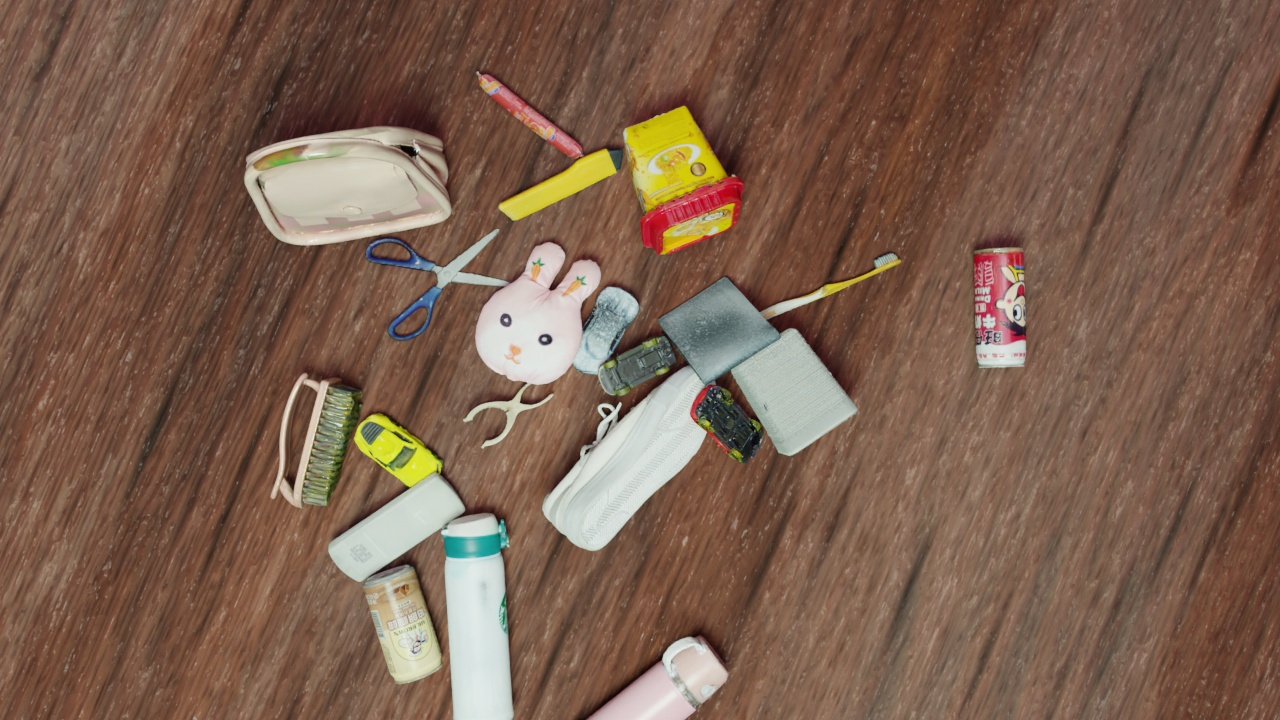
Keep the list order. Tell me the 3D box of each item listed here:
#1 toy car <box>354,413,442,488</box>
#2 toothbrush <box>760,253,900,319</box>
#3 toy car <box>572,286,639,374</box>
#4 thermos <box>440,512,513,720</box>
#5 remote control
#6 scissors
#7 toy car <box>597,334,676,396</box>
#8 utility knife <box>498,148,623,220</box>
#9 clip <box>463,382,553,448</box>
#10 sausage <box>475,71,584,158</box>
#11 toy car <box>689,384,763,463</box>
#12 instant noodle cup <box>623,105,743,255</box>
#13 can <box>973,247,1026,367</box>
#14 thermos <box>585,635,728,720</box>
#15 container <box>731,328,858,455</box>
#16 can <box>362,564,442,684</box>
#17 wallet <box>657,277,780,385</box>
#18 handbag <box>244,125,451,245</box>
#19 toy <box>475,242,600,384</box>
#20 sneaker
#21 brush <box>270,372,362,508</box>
[{"bbox_3d":[-0.270,0.103,1.021,0.105,0.032,0.048,38,88,-3],"label":"toy car"},{"bbox_3d":[0.208,-0.082,1.046,0.191,0.016,0.018,-22,80,-2],"label":"toothbrush"},{"bbox_3d":[-0.043,-0.033,1.029,0.049,0.031,0.105,30,91,0],"label":"toy car"},{"bbox_3d":[-0.176,0.281,1.008,0.073,0.073,0.224,-3,90,-2],"label":"thermos"},{"bbox_3d":[-0.270,0.185,1.018,0.150,0.021,0.058,-33,118,-2],"label":"remote control"},{"bbox_3d":[-0.232,-0.092,1.032,0.162,0.012,0.175,30,87,-3],"label":"scissors"},{"bbox_3d":[-0.006,0.006,1.021,0.090,0.035,0.042,-28,99,-16],"label":"toy car"},{"bbox_3d":[-0.088,-0.200,1.032,0.154,0.015,0.033,-26,123,-2],"label":"utility knife"},{"bbox_3d":[-0.142,0.069,1.026,0.104,0.035,0.084,-16,87,-10],"label":"clip"},{"bbox_3d":[-0.124,-0.274,1.032,0.156,0.020,0.020,38,89,-1],"label":"sausage"},{"bbox_3d":[0.097,0.072,1.020,0.106,0.031,0.049,44,73,-31],"label":"toy car"},{"bbox_3d":[0.039,-0.197,0.998,0.116,0.116,0.123,-22,80,-2],"label":"instant noodle cup"},{"bbox_3d":[0.405,-0.058,1.034,0.053,0.053,0.132,-1,90,-2],"label":"can"},{"bbox_3d":[0.002,0.381,1.008,0.198,0.067,0.087,-38,128,0],"label":"thermos"},{"bbox_3d":[0.163,0.032,1.010,0.090,0.090,0.114,-34,88,-3],"label":"container"},{"bbox_3d":[-0.261,0.289,1.008,0.058,0.058,0.116,-18,91,-2],"label":"can"},{"bbox_3d":[0.084,-0.035,1.004,0.097,0.120,0.019,-32,135,-3],"label":"wallet"},{"bbox_3d":[-0.301,-0.187,0.918,0.193,0.234,0.093,-10,88,-2],"label":"handbag"},{"bbox_3d":[-0.112,-0.052,1.014,0.121,0.054,0.159,24,84,13],"label":"toy"},{"bbox_3d":[-0.013,0.097,1.013,0.241,0.091,0.089,-48,130,-18],"label":"sneaker"},{"bbox_3d":[-0.357,0.090,1.003,0.073,0.063,0.145,16,91,-6],"label":"brush"}]
